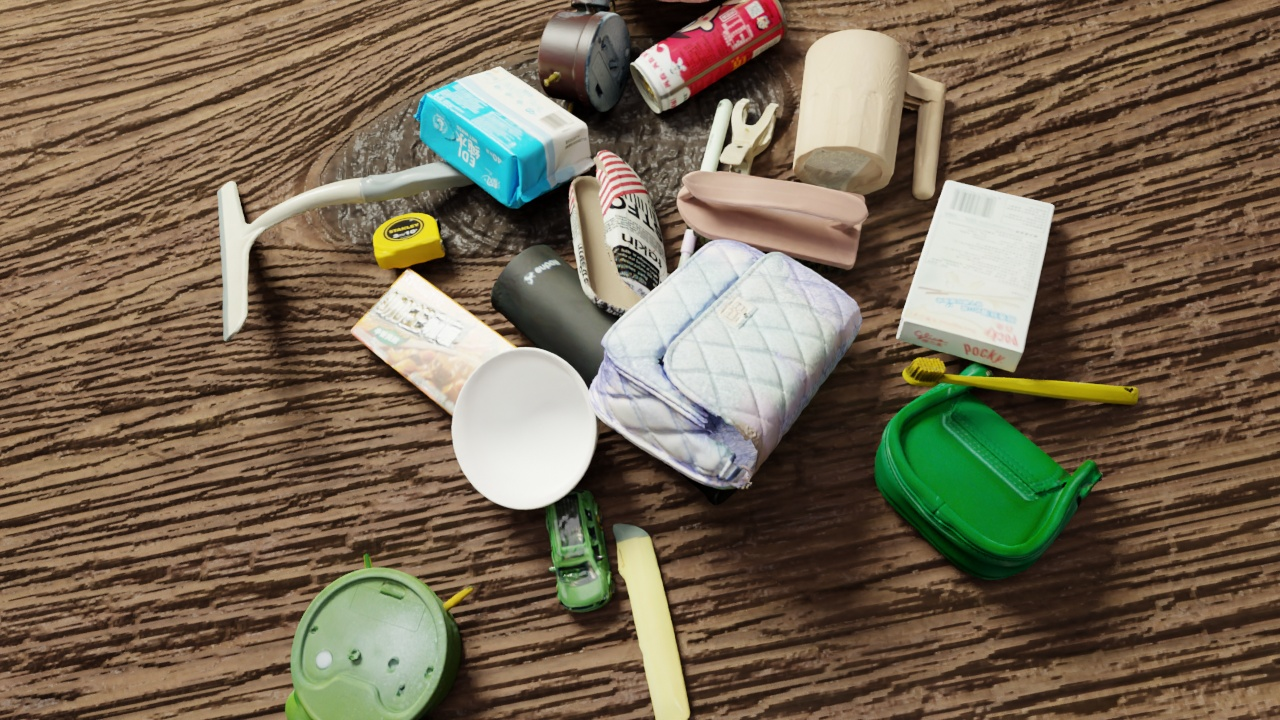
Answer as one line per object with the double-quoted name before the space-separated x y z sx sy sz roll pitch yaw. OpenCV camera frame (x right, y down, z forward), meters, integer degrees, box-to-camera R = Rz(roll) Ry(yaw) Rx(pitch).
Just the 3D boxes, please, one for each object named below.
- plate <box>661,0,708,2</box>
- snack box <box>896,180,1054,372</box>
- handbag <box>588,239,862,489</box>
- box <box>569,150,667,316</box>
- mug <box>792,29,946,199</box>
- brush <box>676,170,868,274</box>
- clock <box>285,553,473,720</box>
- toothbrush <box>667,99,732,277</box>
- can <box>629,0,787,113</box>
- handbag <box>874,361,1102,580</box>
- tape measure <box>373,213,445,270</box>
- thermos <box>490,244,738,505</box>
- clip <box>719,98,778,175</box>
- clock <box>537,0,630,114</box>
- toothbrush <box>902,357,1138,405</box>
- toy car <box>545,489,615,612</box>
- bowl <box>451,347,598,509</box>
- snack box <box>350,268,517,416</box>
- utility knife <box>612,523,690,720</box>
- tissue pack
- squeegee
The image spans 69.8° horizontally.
"plate" 0.013 -0.369 0.820 0.192 0.039 0.192 8 47 -9
"snack box" 0.252 -0.068 0.684 0.085 0.027 0.156 18 56 15
"handbag" 0.062 -0.007 0.645 0.134 0.076 0.193 32 46 13
"box" -0.021 -0.094 0.738 0.077 0.074 0.163 -39 43 26
"mug" 0.187 -0.192 0.744 0.124 0.084 0.103 15 73 -13
"brush" 0.100 -0.116 0.718 0.145 0.073 0.063 13 73 3
"clock" -0.192 0.229 0.664 0.116 0.056 0.161 13 73 15
"toothbrush" 0.050 -0.141 0.775 0.020 0.029 0.189 26 70 -26
"can" 0.059 -0.271 0.801 0.132 0.053 0.053 -33 68 -3
"handbag" 0.236 0.075 0.636 0.120 0.068 0.131 -41 68 -13
"tape measure" -0.199 -0.101 0.791 0.060 0.029 0.057 -16 43 -7
"thermos" -0.004 0.004 0.714 0.242 0.069 0.089 41 50 18
"clip" 0.089 -0.181 0.773 0.034 0.060 0.097 12 62 13
"clock" -0.044 -0.275 0.807 0.055 0.082 0.121 16 76 21
"toothbrush" 0.268 0.015 0.635 0.190 0.017 0.015 6 48 -17
"toy car" -0.047 0.140 0.682 0.043 0.036 0.091 -14 72 3
"bowl" -0.075 0.052 0.696 0.118 0.064 0.118 -2 85 21
"snack box" -0.160 -0.006 0.759 0.154 0.026 0.075 35 79 19
"utility knife" 0.009 0.201 0.658 0.031 0.019 0.177 -17 62 8
"tissue pack" -0.117 -0.190 0.786 0.140 0.063 0.089 37 49 19
"squeegee" -0.246 -0.138 0.790 0.246 0.039 0.246 -19 42 -10
